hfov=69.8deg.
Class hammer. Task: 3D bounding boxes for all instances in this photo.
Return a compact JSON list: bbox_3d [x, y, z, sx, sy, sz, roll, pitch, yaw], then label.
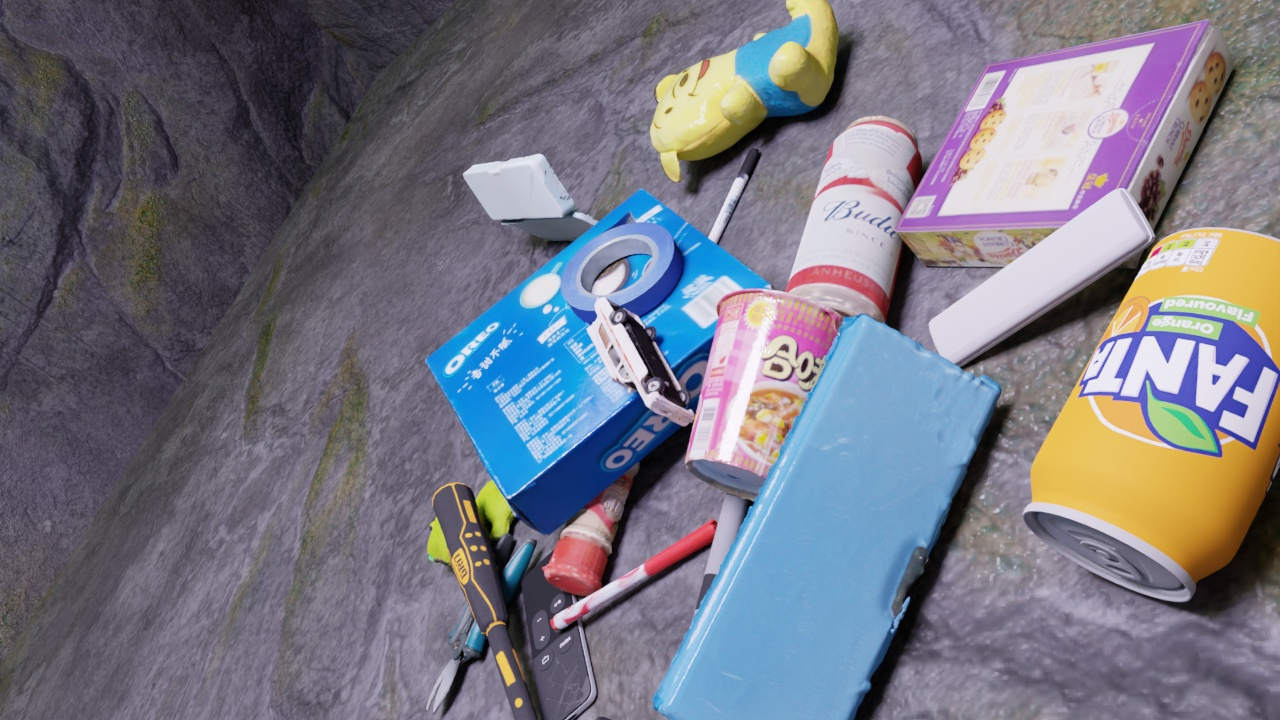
[{"bbox_3d":[-0.104,0.194,0.653,0.123,0.036,0.320,-53,35,11],"label":"hammer"}]

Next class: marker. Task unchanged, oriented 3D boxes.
[{"bbox_3d":[0.052,0.119,0.572,0.016,0.016,0.140,-18,43,44],"label":"marker"},{"bbox_3d":[-0.006,0.145,0.614,0.142,0.013,0.012,-35,33,19],"label":"marker"},{"bbox_3d":[0.078,-0.135,0.829,0.011,0.011,0.151,-5,53,52],"label":"marker"}]

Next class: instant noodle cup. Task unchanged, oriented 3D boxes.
[{"bbox_3d":[0.077,0.027,0.569,0.098,0.097,0.108,-5,58,52],"label":"instant noodle cup"}]

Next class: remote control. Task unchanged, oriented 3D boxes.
[{"bbox_3d":[-0.060,0.193,0.650,0.045,0.008,0.146,-44,30,12],"label":"remote control"},{"bbox_3d":[0.209,-0.041,0.493,0.131,0.012,0.033,-44,52,45],"label":"remote control"}]

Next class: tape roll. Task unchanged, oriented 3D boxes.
[{"bbox_3d":[-0.015,-0.066,0.690,0.091,0.016,0.093,-41,42,-7],"label":"tape roll"}]

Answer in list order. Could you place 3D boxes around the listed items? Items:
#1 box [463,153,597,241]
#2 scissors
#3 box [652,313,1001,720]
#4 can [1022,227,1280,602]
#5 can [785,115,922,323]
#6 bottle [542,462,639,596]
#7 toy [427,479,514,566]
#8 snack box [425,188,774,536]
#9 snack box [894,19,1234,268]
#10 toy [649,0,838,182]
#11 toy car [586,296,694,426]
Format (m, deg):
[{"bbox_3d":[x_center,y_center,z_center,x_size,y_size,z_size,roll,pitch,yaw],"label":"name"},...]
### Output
[{"bbox_3d":[-0.111,-0.166,0.996,0.049,0.136,0.197,-58,30,-10],"label":"box"},{"bbox_3d":[-0.124,0.198,0.721,0.153,0.019,0.127,-44,26,19],"label":"scissors"},{"bbox_3d":[0.093,0.100,0.497,0.231,0.094,0.102,-61,-2,-15],"label":"box"},{"bbox_3d":[0.224,0.020,0.381,0.142,0.079,0.079,-56,30,-10],"label":"can"},{"bbox_3d":[0.146,-0.088,0.623,0.067,0.067,0.169,-14,45,47],"label":"can"},{"bbox_3d":[-0.034,0.115,0.669,0.044,0.044,0.108,-18,42,44],"label":"bottle"},{"bbox_3d":[-0.147,0.143,0.801,0.093,0.036,0.094,-52,35,-12],"label":"toy"},{"bbox_3d":[-0.034,-0.010,0.707,0.239,0.056,0.195,-39,42,-3],"label":"snack box"},{"bbox_3d":[0.248,-0.124,0.551,0.148,0.040,0.143,11,66,57],"label":"snack box"},{"bbox_3d":[0.093,-0.252,0.868,0.215,0.084,0.148,-21,33,43],"label":"toy"},{"bbox_3d":[-0.003,0.004,0.611,0.039,0.039,0.113,-46,42,18],"label":"toy car"}]
